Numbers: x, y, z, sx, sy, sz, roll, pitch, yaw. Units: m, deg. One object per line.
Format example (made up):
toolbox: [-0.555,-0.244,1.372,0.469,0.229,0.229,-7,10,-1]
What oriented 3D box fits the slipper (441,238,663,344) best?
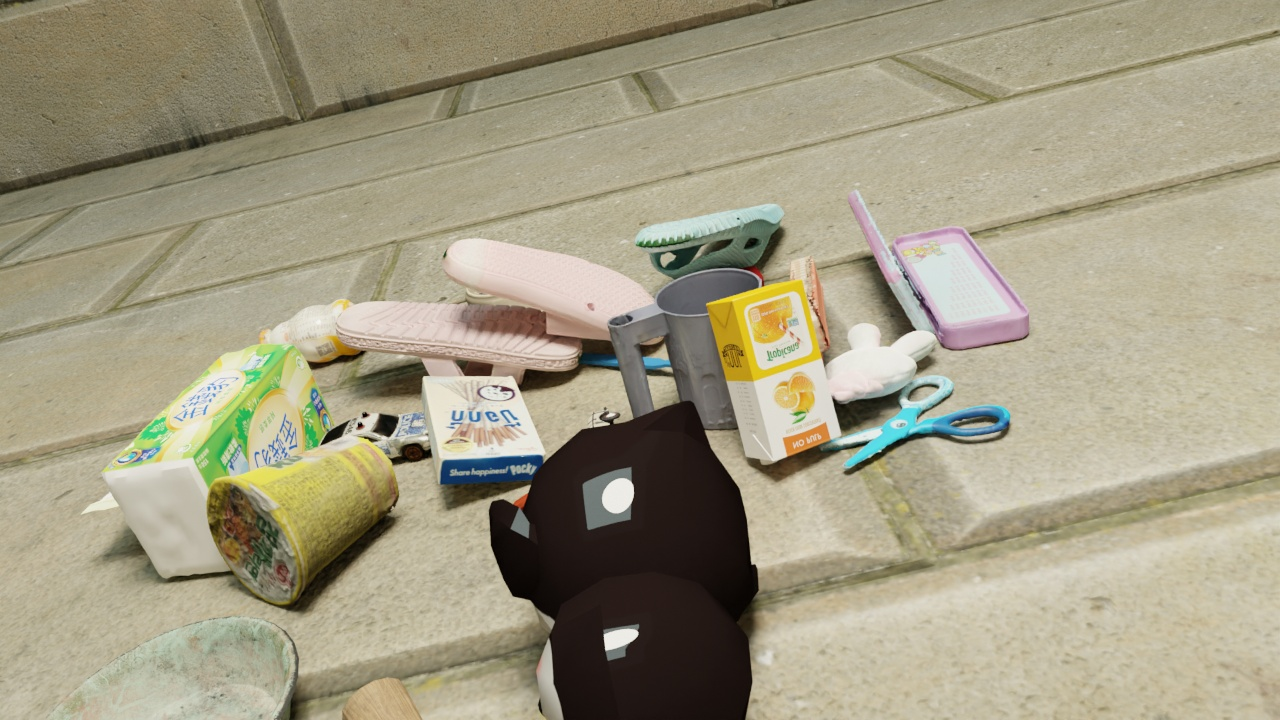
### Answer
slipper: [-0.077,-0.059,0.857,0.221,0.056,0.106,17,28,-15]

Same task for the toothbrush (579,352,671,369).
toothbrush: [-0.005,0.005,0.836,0.167,0.014,0.016,4,32,39]

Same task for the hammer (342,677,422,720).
hammer: [-0.071,0.235,0.402,0.132,0.040,0.306,-25,28,-27]

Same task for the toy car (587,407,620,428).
toy car: [-0.027,0.072,0.680,0.037,0.040,0.092,-15,24,4]

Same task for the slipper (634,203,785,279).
slipper: [0.087,-0.124,0.969,0.116,0.069,0.275,-10,8,26]

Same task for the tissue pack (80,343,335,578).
tissue pack: [-0.362,0.078,0.754,0.141,0.120,0.197,-10,20,10]

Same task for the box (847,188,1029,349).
box: [0.253,-0.083,0.827,0.140,0.062,0.213,21,27,-9]

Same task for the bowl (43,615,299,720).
bowl: [-0.266,0.215,0.521,0.157,0.038,0.157,-11,27,5]

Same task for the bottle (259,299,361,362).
bottle: [-0.355,-0.028,0.999,0.109,0.063,0.063,-13,27,1]

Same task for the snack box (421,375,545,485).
snack box: [-0.133,0.053,0.757,0.082,0.026,0.150,1,23,-18]

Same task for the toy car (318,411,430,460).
toy car: [-0.223,0.064,0.789,0.113,0.040,0.048,-10,28,5]

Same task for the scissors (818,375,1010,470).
scissors: [0.197,0.050,0.653,0.140,0.013,0.113,-27,27,-29]

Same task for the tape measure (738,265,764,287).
tape measure: [0.095,-0.072,0.926,0.059,0.019,0.051,-15,30,-3]

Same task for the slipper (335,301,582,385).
slipper: [-0.172,-0.010,0.880,0.239,0.064,0.094,7,29,7]

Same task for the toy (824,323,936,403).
toy: [0.177,0.007,0.713,0.076,0.037,0.125,1,27,36]

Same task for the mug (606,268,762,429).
mug: [0.043,-0.003,0.723,0.123,0.104,0.084,-20,28,-12]

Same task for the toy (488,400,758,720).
toy: [0.004,0.123,0.468,0.159,0.140,0.183,18,33,-19]

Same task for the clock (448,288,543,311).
clock: [-0.133,-0.081,1.007,0.140,0.055,0.093,-33,33,-30]

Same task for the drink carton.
drink carton: [0.096,0.010,0.655,0.058,0.122,0.040,-17,6,-22]

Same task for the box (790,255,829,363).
box: [0.133,-0.038,0.771,0.054,0.077,0.186,30,22,-3]

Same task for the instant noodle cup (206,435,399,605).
instant noodle cup: [-0.238,0.106,0.665,0.102,0.102,0.108,5,24,32]
